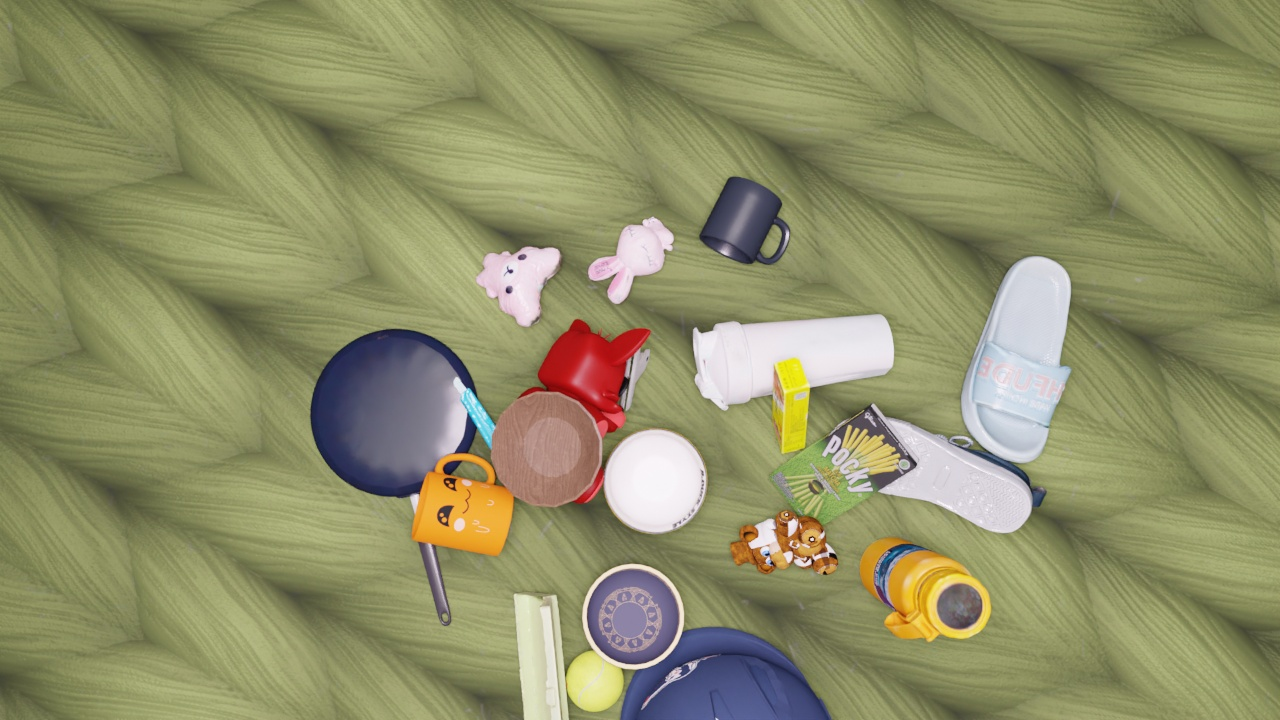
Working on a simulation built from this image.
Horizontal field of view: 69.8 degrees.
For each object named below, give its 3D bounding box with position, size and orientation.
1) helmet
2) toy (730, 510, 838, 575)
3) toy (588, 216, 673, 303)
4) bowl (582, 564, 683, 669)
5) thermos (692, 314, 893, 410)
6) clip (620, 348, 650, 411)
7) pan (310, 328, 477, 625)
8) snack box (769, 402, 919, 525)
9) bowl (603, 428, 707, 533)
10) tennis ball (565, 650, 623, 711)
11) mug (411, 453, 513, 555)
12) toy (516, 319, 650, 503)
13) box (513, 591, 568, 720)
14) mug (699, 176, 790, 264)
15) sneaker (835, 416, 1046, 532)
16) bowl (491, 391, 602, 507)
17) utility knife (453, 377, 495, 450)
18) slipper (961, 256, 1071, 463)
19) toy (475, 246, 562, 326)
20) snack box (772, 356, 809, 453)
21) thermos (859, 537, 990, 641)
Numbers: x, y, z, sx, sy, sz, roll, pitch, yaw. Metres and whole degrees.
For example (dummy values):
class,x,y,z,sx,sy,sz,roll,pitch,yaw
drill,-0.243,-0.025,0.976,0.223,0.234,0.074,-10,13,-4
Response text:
class,x,y,z,sx,sy,sz,roll,pitch,yaw
helmet,0.087,0.411,0.978,0.232,0.223,0.272,-33,50,-3
toy,0.160,0.210,1.043,0.113,0.067,0.087,-20,121,16
toy,-0.009,-0.122,1.085,0.063,0.047,0.110,44,90,12
bowl,-0.010,0.292,1.038,0.112,0.061,0.112,2,69,-5
thermos,0.173,-0.002,1.052,0.220,0.099,0.099,-6,85,-4
clip,-0.006,0.007,1.072,0.040,0.102,0.054,9,41,-2
pan,-0.271,0.137,1.078,0.199,0.021,0.356,-15,86,-1
snack box,0.227,0.122,1.035,0.148,0.025,0.080,-40,86,30
bowl,0.016,0.137,1.052,0.117,0.067,0.117,0,85,0
tennis ball,-0.052,0.361,1.035,0.065,0.065,0.065,0,85,0
mug,-0.199,0.158,1.043,0.096,0.078,0.112,15,54,-17
toy,-0.074,0.048,1.024,0.120,0.159,0.197,36,76,-31
box,-0.101,0.353,1.008,0.047,0.141,0.187,-4,83,-18
mug,0.131,-0.156,1.081,0.105,0.071,0.077,29,85,-24
sneaker,0.337,0.118,1.045,0.236,0.087,0.089,24,114,22
bowl,-0.093,0.089,0.936,0.118,0.030,0.118,0,90,11
utility knife,-0.182,0.072,1.074,0.022,0.015,0.123,-30,97,-4
slipper,0.443,-0.005,1.059,0.104,0.074,0.245,15,84,2
toy,-0.148,-0.096,1.081,0.096,0.053,0.099,19,82,14
snack box,0.166,0.052,1.018,0.029,0.148,0.040,-14,58,-1
thermos,0.292,0.243,0.959,0.076,0.233,0.091,19,86,1
